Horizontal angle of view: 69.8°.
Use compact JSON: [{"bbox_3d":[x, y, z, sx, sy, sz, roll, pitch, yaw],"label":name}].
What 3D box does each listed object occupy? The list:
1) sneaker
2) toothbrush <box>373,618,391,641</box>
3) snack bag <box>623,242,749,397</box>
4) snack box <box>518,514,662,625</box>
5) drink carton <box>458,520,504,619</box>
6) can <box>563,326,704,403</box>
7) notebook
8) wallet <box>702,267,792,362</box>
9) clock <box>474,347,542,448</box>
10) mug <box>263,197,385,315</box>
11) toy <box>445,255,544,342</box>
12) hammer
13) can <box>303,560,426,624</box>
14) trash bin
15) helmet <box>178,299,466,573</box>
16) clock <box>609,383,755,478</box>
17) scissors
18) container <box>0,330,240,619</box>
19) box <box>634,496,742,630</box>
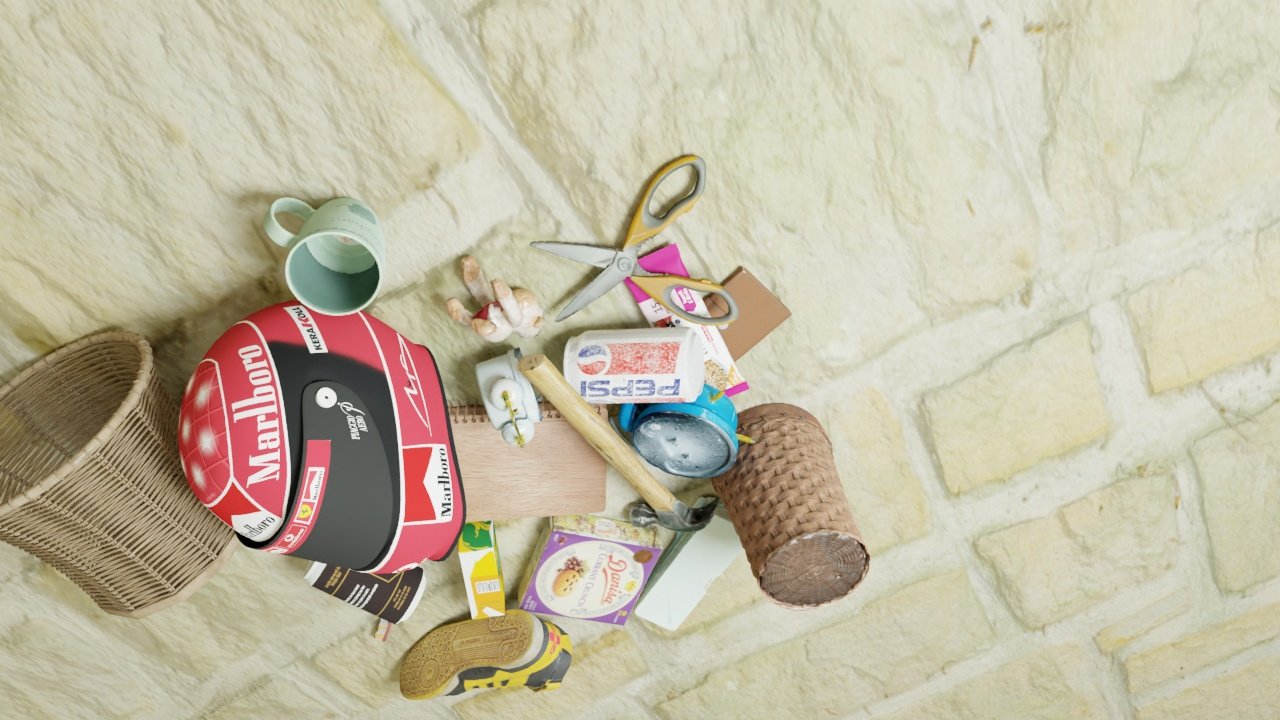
[{"bbox_3d":[-0.195,0.394,1.202,0.239,0.086,0.122,-25,142,26],"label":"sneaker"},{"bbox_3d":[-0.304,0.288,1.155,0.015,0.015,0.185,18,117,-16],"label":"toothbrush"},{"bbox_3d":[0.048,-0.031,0.988,0.070,0.016,0.196,-22,118,14],"label":"snack bag"},{"bbox_3d":[-0.065,0.264,1.162,0.148,0.040,0.144,13,120,-17],"label":"snack box"},{"bbox_3d":[-0.193,0.256,1.124,0.041,0.058,0.123,-7,124,-5],"label":"drink carton"},{"bbox_3d":[-0.006,0.006,0.963,0.136,0.078,0.078,-1,125,15],"label":"can"},{"bbox_3d":[-0.145,0.114,1.063,0.210,0.022,0.169,-3,124,-8],"label":"notebook"},{"bbox_3d":[0.095,-0.037,1.007,0.121,0.013,0.087,-41,120,19],"label":"wallet"},{"bbox_3d":[-0.134,0.039,0.958,0.057,0.117,0.083,-17,124,-6],"label":"clock"},{"bbox_3d":[-0.289,-0.110,0.842,0.111,0.104,0.084,30,114,-26],"label":"mug"},{"bbox_3d":[-0.134,-0.051,0.927,0.106,0.085,0.074,23,87,-44],"label":"toy"},{"bbox_3d":[-0.025,0.100,1.001,0.132,0.033,0.330,-1,143,37],"label":"hammer"},{"bbox_3d":[-0.324,0.256,1.087,0.128,0.071,0.072,31,113,-17],"label":"can"},{"bbox_3d":[0.169,0.168,1.037,0.151,0.209,0.151,-4,124,-7],"label":"trash bin"},{"bbox_3d":[-0.308,0.074,0.863,0.224,0.270,0.198,0,157,-44],"label":"helmet"},{"bbox_3d":[0.037,0.077,1.025,0.162,0.060,0.117,-6,135,29],"label":"clock"},{"bbox_3d":[0.005,-0.112,0.928,0.225,0.016,0.226,16,110,-6],"label":"scissors"},{"bbox_3d":[-0.514,0.118,0.894,0.227,0.226,0.196,-22,130,5],"label":"container"},{"bbox_3d":[0.064,0.263,1.177,0.085,0.070,0.199,9,124,-37],"label":"box"}]
